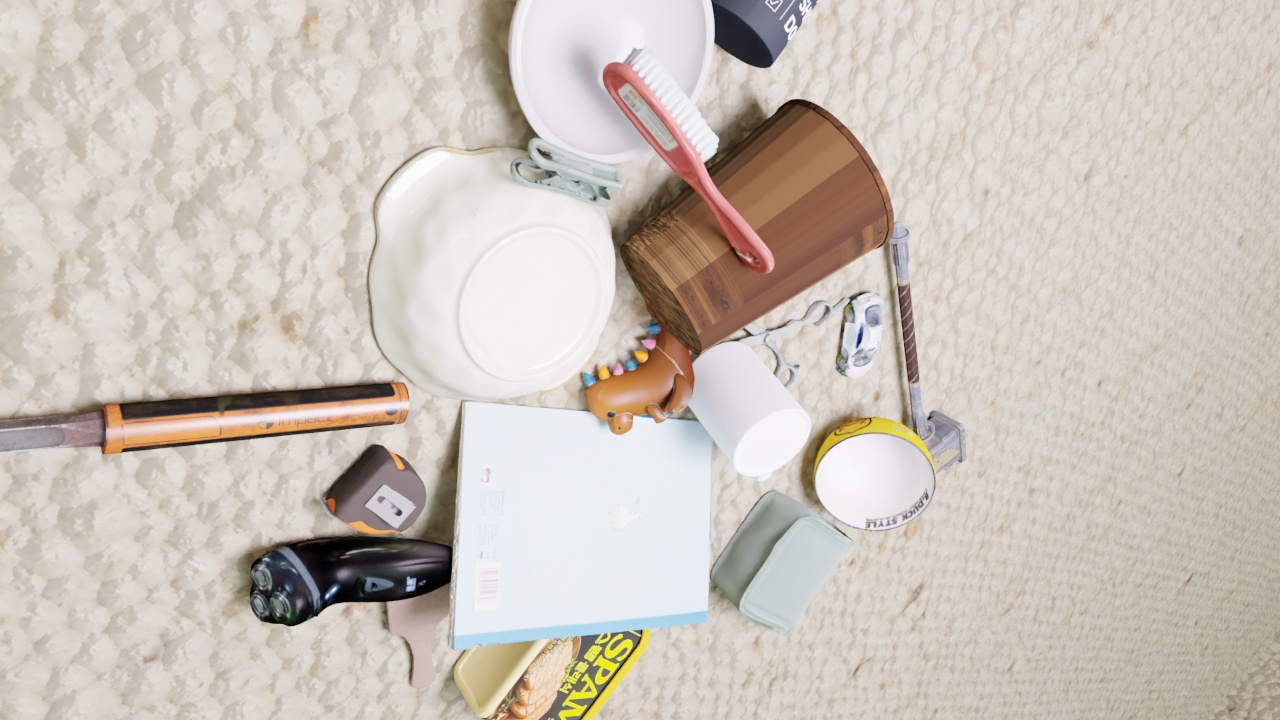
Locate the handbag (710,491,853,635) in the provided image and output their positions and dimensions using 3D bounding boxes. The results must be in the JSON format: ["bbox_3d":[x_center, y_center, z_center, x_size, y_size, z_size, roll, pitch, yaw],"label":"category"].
[{"bbox_3d":[0.141,0.204,0.923,0.106,0.067,0.122,33,91,-33],"label":"handbag"}]

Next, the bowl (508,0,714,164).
[{"bbox_3d":[-0.024,-0.208,0.603,0.149,0.043,0.150,-17,125,-26],"label":"bowl"}]

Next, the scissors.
[{"bbox_3d":[0.125,-0.030,0.826,0.158,0.014,0.141,-43,134,-10],"label":"scissors"}]

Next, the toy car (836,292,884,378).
[{"bbox_3d":[0.215,-0.022,0.886,0.038,0.027,0.090,-16,122,-31],"label":"toy car"}]

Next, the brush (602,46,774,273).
[{"bbox_3d":[0.040,-0.129,0.600,0.030,0.041,0.172,-45,108,-16],"label":"brush"}]

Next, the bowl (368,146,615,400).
[{"bbox_3d":[-0.086,-0.047,0.634,0.188,0.060,0.219,-45,132,-8],"label":"bowl"}]

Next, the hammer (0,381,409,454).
[{"bbox_3d":[-0.290,0.026,0.541,0.313,0.035,0.138,-4,115,-35],"label":"hammer"}]

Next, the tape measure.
[{"bbox_3d":[-0.183,0.098,0.652,0.058,0.038,0.059,-47,131,-7],"label":"tape measure"}]

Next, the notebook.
[{"bbox_3d":[-0.036,0.132,0.745,0.253,0.009,0.181,8,82,-38],"label":"notebook"}]

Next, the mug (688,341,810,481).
[{"bbox_3d":[0.089,0.053,0.785,0.073,0.090,0.111,-22,137,-14],"label":"mug"}]

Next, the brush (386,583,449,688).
[{"bbox_3d":[-0.178,0.212,0.735,0.049,0.015,0.136,-14,126,-29],"label":"brush"}]

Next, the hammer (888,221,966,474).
[{"bbox_3d":[0.275,0.001,0.932,0.098,0.044,0.322,-32,127,-19],"label":"hammer"}]

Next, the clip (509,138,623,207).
[{"bbox_3d":[-0.048,-0.122,0.601,0.075,0.023,0.042,10,143,-40],"label":"clip"}]

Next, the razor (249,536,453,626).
[{"bbox_3d":[-0.200,0.155,0.648,0.140,0.063,0.053,0,118,-24],"label":"razor"}]

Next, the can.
[{"bbox_3d":[-0.076,0.251,0.787,0.135,0.075,0.104,-52,129,-2],"label":"can"}]

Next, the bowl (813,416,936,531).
[{"bbox_3d":[0.234,0.105,0.926,0.117,0.067,0.117,5,118,9],"label":"bowl"}]

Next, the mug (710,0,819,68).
[{"bbox_3d":[0.091,-0.254,0.654,0.077,0.071,0.105,-54,158,0],"label":"mug"}]

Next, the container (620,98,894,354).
[{"bbox_3d":[0.081,-0.094,0.692,0.167,0.132,0.132,-36,129,-8],"label":"container"}]

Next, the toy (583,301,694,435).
[{"bbox_3d":[-0.004,0.005,0.738,0.090,0.071,0.103,-15,99,-15],"label":"toy"}]
